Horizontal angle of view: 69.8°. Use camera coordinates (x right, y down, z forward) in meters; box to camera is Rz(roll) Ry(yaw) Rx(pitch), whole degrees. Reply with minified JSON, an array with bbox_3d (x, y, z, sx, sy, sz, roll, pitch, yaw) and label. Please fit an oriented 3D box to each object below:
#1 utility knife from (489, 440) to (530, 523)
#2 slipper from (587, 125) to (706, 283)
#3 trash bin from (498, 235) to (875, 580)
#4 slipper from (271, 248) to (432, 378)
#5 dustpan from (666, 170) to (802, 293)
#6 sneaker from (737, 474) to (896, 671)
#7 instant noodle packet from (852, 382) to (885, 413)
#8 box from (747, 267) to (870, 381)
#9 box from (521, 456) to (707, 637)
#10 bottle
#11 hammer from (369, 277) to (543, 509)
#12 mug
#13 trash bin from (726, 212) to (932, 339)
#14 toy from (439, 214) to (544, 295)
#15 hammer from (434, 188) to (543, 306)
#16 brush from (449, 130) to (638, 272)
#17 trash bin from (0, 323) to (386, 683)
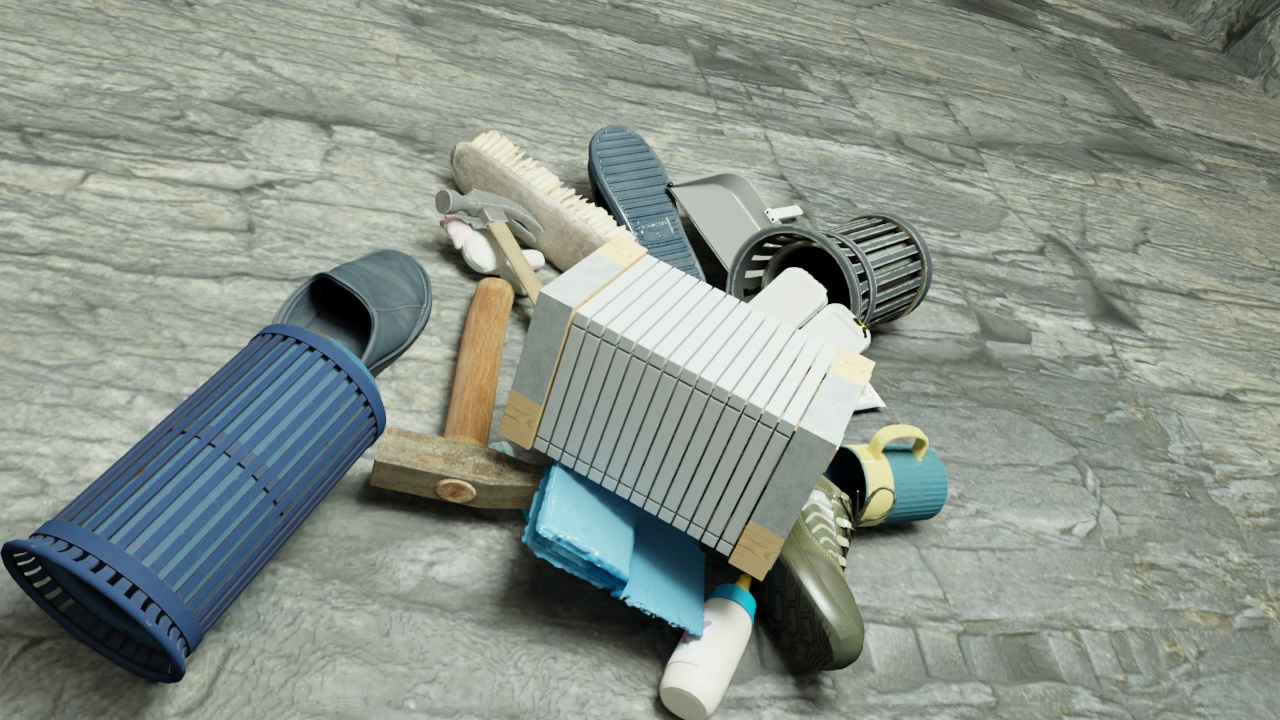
[{"bbox_3d":[-0.109,0.121,0.838,0.022,0.016,0.116,4,44,-42],"label":"utility knife"},{"bbox_3d":[-0.006,-0.161,1.121,0.101,0.083,0.263,-12,73,-37],"label":"slipper"},{"bbox_3d":[0.038,0.031,0.758,0.247,0.143,0.142,28,33,11],"label":"trash bin"},{"bbox_3d":[-0.280,-0.044,0.878,0.109,0.084,0.264,24,41,4],"label":"slipper"},{"bbox_3d":[0.151,-0.179,1.196,0.163,0.033,0.256,56,32,8],"label":"dustpan"},{"bbox_3d":[0.167,0.171,0.847,0.142,0.101,0.237,-6,44,-19],"label":"sneaker"},{"bbox_3d":[0.210,0.029,1.057,0.134,0.026,0.087,-8,51,-29],"label":"instant noodle packet"},{"bbox_3d":[0.125,0.006,0.952,0.209,0.034,0.129,-43,63,2],"label":"box"},{"bbox_3d":[-0.007,0.122,0.815,0.174,0.034,0.231,34,27,-15],"label":"box"},{"bbox_3d":[0.065,0.233,0.777,0.051,0.051,0.145,31,44,8],"label":"bottle"},{"bbox_3d":[-0.151,0.016,0.889,0.158,0.037,0.300,14,39,-13],"label":"hammer"},{"bbox_3d":[0.251,0.114,0.927,0.107,0.114,0.083,2,34,-24],"label":"mug"},{"bbox_3d":[0.234,-0.093,1.081,0.164,0.165,0.226,45,38,21],"label":"trash bin"},{"bbox_3d":[-0.170,-0.122,1.030,0.125,0.037,0.075,29,37,-15],"label":"toy"},{"bbox_3d":[-0.097,-0.053,0.967,0.119,0.031,0.331,-6,57,-52],"label":"hammer"},{"bbox_3d":[-0.114,-0.173,1.075,0.271,0.083,0.056,37,45,15],"label":"brush"},{"bbox_3d":[-0.307,0.090,0.678,0.139,0.140,0.248,28,48,5],"label":"trash bin"}]
